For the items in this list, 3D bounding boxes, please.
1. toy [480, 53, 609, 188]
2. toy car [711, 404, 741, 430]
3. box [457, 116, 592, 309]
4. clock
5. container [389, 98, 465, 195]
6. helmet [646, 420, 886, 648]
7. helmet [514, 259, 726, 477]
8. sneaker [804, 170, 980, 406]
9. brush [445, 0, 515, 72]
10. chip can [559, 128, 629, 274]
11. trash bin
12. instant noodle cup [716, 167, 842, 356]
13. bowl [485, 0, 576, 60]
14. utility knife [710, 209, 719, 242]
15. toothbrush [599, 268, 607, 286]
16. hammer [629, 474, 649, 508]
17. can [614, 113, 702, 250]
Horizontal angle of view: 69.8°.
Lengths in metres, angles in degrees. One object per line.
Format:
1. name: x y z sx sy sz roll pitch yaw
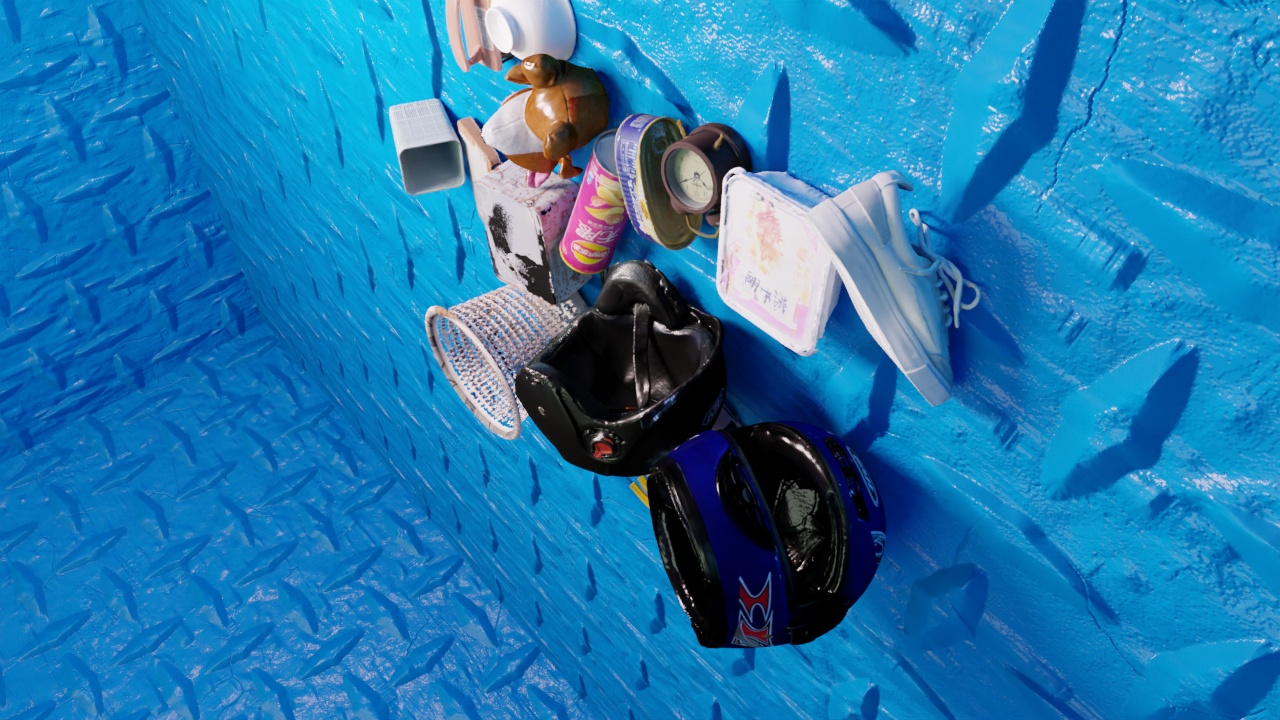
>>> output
1. toy: -0.120 -0.275 1.075 0.200 0.130 0.140 -174 72 -69
2. toy car: 0.106 0.092 1.193 0.122 0.056 0.037 49 160 10
3. box: -0.184 -0.210 1.292 0.261 0.105 0.179 32 146 29
4. clock: 0.066 -0.181 0.928 0.082 0.055 0.122 28 136 33
5. container: -0.318 -0.319 1.352 0.090 0.090 0.111 96 155 -54
6. helmet: 0.146 0.178 1.005 0.316 0.240 0.247 88 160 -63
7. helmet: -0.011 0.029 1.109 0.275 0.232 0.230 8 137 38
8. sneaker: 0.233 -0.062 0.793 0.242 0.091 0.089 51 -170 -35
9. brush: -0.195 -0.417 1.081 0.063 0.072 0.146 37 147 34
10. chip can: -0.044 -0.185 1.099 0.071 0.071 0.211 50 153 10
11. trash bin: -0.178 -0.026 1.368 0.227 0.191 0.228 40 150 28
12. instant noodle cup: 0.145 -0.103 0.896 0.138 0.060 0.174 38 150 30
13. bowl: -0.134 -0.381 1.030 0.118 0.064 0.118 40 151 28
14. utility knife: 0.091 -0.131 1.002 0.029 0.012 0.151 21 138 44
15. toothbrush: -0.047 -0.077 1.294 0.015 0.018 0.181 38 148 37
16. hammer: 0.010 0.139 1.430 0.129 0.032 0.301 24 140 45
17. can: 0.020 -0.191 0.985 0.049 0.074 0.148 29 143 48
